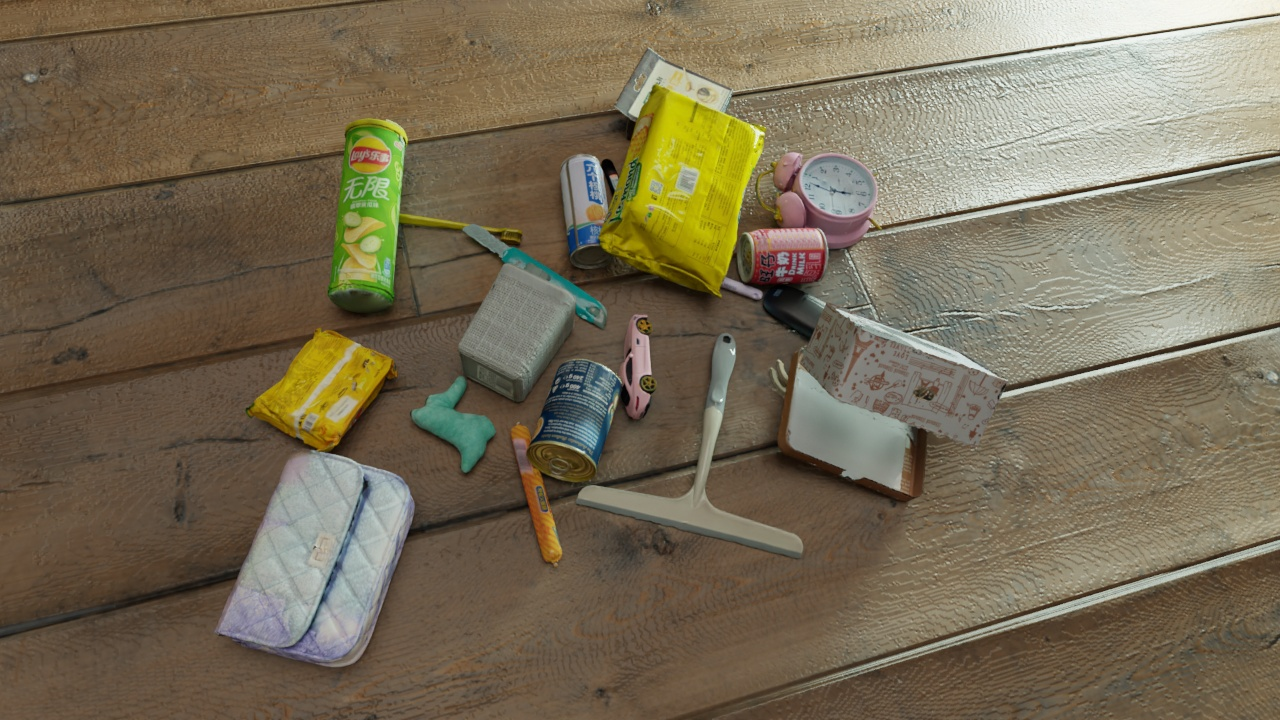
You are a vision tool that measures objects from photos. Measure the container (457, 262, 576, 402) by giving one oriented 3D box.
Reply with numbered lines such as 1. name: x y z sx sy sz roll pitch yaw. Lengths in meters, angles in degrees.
1. container: -0.138 -0.027 1.005 0.090 0.090 0.114 26 67 6

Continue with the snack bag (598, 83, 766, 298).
1. snack bag: 0.054 -0.205 1.083 0.158 0.068 0.246 20 68 -12

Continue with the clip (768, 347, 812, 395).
1. clip: 0.200 0.029 1.050 0.104 0.035 0.083 42 67 8

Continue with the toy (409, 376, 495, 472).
1. toy: -0.198 0.064 0.985 0.092 0.030 0.096 27 58 4

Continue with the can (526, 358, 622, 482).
1. can: -0.068 0.062 0.970 0.075 0.075 0.111 16 56 1

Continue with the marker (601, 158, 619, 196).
1. marker: -0.025 -0.203 1.145 0.018 0.015 0.123 -13 64 -15

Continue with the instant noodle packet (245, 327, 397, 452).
1. instant noodle packet: -0.333 0.033 0.970 0.111 0.044 0.128 23 54 11

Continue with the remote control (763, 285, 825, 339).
1. remote control: 0.210 -0.049 1.093 0.136 0.024 0.053 31 63 8

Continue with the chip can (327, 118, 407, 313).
1. chip can: -0.309 -0.163 1.043 0.072 0.073 0.221 1 72 -7

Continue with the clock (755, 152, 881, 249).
1. clock: 0.221 -0.205 1.151 0.158 0.060 0.117 5 63 -3

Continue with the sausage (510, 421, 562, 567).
1. sausage: -0.110 0.138 0.964 0.021 0.021 0.165 -13 67 -13

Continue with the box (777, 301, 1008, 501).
1. box: 0.250 0.053 0.987 0.182 0.152 0.178 19 102 -11

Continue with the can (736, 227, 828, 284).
1. can: 0.169 -0.125 1.100 0.093 0.067 0.066 -3 65 -11

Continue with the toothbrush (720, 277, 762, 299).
1. toothbrush: 0.058 -0.109 1.107 0.189 0.029 0.021 20 26 2

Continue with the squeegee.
1. squeegee: 0.079 0.069 1.012 0.246 0.039 0.246 14 63 0

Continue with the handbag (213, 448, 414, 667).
1. handbag: -0.307 0.187 0.885 0.134 0.076 0.193 13 62 1

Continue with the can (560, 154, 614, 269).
1. can: -0.065 -0.180 1.106 0.053 0.053 0.134 -4 65 -9

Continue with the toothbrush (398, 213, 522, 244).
1. toothbrush: -0.237 -0.159 1.096 0.190 0.016 0.016 7 70 -4

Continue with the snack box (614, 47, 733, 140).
1. snack box: 0.041 -0.328 1.191 0.125 0.053 0.113 24 65 5

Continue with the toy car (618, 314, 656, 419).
1. toy car: -0.006 0.006 1.023 0.037 0.056 0.122 4 63 -13

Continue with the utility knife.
1. utility knife: -0.123 -0.102 1.078 0.207 0.013 0.029 33 73 6
